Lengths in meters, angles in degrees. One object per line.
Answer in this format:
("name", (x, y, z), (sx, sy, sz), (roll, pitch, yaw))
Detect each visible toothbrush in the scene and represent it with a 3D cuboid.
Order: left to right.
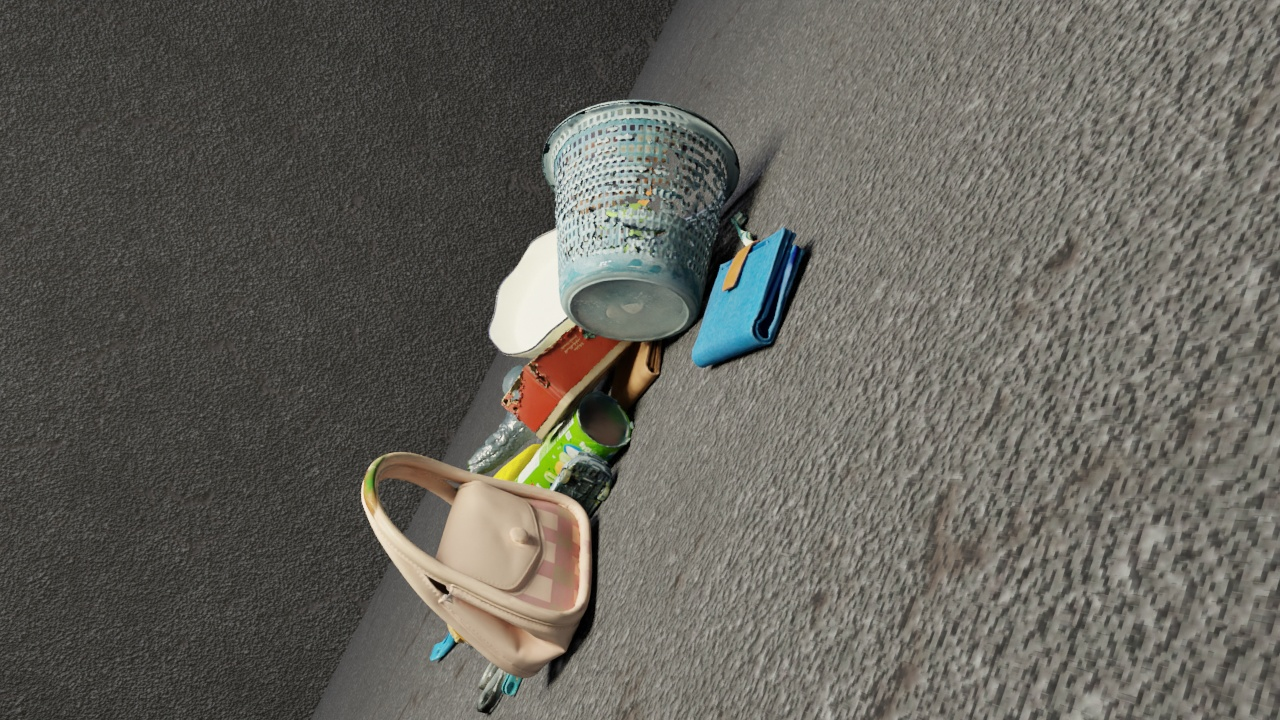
("toothbrush", (0.111, -0.125, 0.928), (0.018, 0.016, 0.191), (-48, 16, 14))

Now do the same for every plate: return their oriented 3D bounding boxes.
("plate", (-0.115, -0.089, 1.193), (0.205, 0.045, 0.204), (-30, 42, 32))

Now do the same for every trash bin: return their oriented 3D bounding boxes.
("trash bin", (-0.006, -0.136, 1.010), (0.227, 0.226, 0.194), (137, 143, -55))

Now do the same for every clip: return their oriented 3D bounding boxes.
("clip", (-0.125, 0.313, 0.933), (0.041, 0.014, 0.056), (-38, 28, 62))

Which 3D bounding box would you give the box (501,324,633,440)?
("box", (-0.085, 0.004, 1.052), (0.167, 0.079, 0.092), (-45, -4, -47))

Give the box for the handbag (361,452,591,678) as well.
("handbag", (-0.159, 0.169, 0.867), (0.093, 0.234, 0.193), (-51, 16, 19))

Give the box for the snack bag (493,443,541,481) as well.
("snack bag", (-0.197, 0.226, 1.277), (0.247, 0.068, 0.157), (-49, 18, 40))

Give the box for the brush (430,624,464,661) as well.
("brush", (-0.254, 0.374, 1.272), (0.255, 0.046, 0.083), (128, 161, -50))

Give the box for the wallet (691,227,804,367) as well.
("wallet", (0.091, -0.052, 0.807), (0.106, 0.040, 0.133), (-70, 15, -15))

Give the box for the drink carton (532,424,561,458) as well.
("drink carton", (-0.095, 0.110, 1.164), (0.123, 0.045, 0.053), (-42, 17, 55))

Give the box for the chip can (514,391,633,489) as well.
("chip can", (-0.094, 0.128, 1.067), (0.237, 0.072, 0.072), (-49, 18, 42))

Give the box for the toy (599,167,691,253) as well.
("toy", (-0.010, -0.147, 1.242), (0.227, 0.090, 0.246), (-69, 25, 15))

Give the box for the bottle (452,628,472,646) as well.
("bottle", (-0.168, 0.267, 0.974), (0.190, 0.068, 0.067), (102, -169, -68))

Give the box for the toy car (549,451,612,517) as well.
("toy car", (-0.075, 0.150, 0.988), (0.121, 0.054, 0.036), (-57, 16, 26))

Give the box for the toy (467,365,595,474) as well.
("toy", (-0.113, 0.004, 1.221), (0.355, 0.138, 0.091), (-65, -26, -17))

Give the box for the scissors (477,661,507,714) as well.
("scissors", (-0.130, 0.297, 0.989), (0.146, 0.014, 0.172), (-33, 31, 62))

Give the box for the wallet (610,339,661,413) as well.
("wallet", (-0.006, 0.006, 1.080), (0.101, 0.020, 0.115), (-51, 21, 39))
